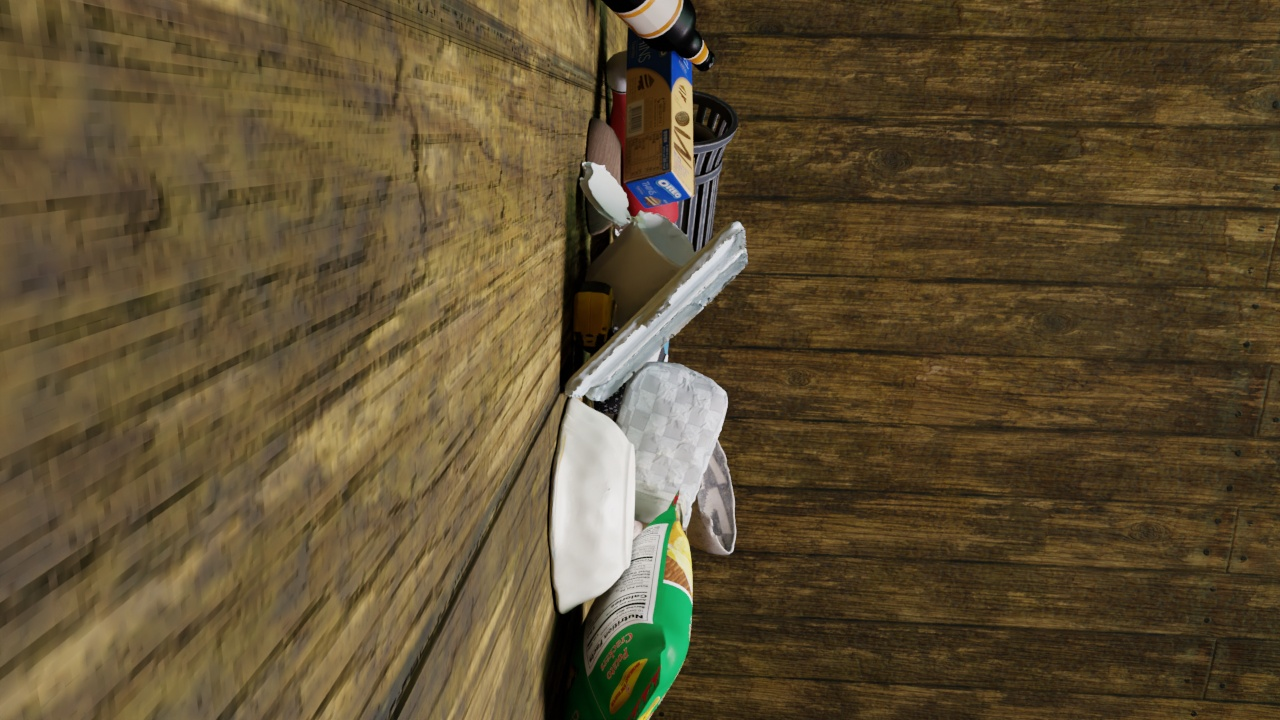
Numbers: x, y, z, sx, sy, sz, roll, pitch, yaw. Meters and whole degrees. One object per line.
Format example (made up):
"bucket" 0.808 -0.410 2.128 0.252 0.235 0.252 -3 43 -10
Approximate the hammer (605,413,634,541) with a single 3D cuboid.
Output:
"hammer" -0.013 0.123 1.245 0.327 0.079 0.176 78 13 -56

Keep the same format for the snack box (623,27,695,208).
"snack box" 0.021 -0.266 0.969 0.056 0.057 0.206 39 47 -56

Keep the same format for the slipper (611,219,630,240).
"slipper" 0.002 -0.119 1.060 0.246 0.074 0.112 -95 160 -80

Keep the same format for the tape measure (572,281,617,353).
"tape measure" -0.041 -0.041 0.838 0.065 0.037 0.064 58 35 -85

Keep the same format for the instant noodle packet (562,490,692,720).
"instant noodle packet" -0.011 0.265 0.850 0.252 0.090 0.196 -78 -168 -62

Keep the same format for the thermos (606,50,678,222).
"thermos" -0.002 -0.261 1.113 0.240 0.073 0.073 78 12 -47

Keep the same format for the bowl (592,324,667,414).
"bowl" -0.006 0.006 1.037 0.120 0.066 0.120 15 88 -84

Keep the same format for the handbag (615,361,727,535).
"handbag" 0.020 0.084 0.971 0.123 0.112 0.171 -105 -146 -78

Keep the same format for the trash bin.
"trash bin" 0.050 -0.263 1.374 0.163 0.164 0.228 -85 179 -47

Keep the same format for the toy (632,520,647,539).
"toy" -0.007 0.170 1.062 0.074 0.106 0.085 -37 124 -60

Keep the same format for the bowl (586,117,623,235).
"bowl" -0.034 -0.186 0.933 0.118 0.030 0.118 5 86 -87

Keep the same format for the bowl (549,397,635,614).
"bowl" -0.037 0.128 0.815 0.219 0.060 0.188 79 13 -80

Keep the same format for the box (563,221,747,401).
"box" 0.018 -0.039 0.835 0.209 0.037 0.188 -45 170 5

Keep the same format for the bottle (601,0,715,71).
"bottle" 0.023 -0.337 0.900 0.181 0.059 0.059 23 66 -55

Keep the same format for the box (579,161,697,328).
"box" -0.029 -0.106 0.882 0.106 0.150 0.080 -41 -158 30

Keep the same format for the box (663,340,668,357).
"box" -0.002 -0.006 1.245 0.093 0.052 0.231 -59 173 -8

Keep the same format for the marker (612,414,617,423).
"marker" -0.029 0.080 1.105 0.021 0.017 0.124 12 93 -52

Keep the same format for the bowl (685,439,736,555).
"bowl" 0.072 0.182 1.265 0.178 0.081 0.178 -10 90 -72
